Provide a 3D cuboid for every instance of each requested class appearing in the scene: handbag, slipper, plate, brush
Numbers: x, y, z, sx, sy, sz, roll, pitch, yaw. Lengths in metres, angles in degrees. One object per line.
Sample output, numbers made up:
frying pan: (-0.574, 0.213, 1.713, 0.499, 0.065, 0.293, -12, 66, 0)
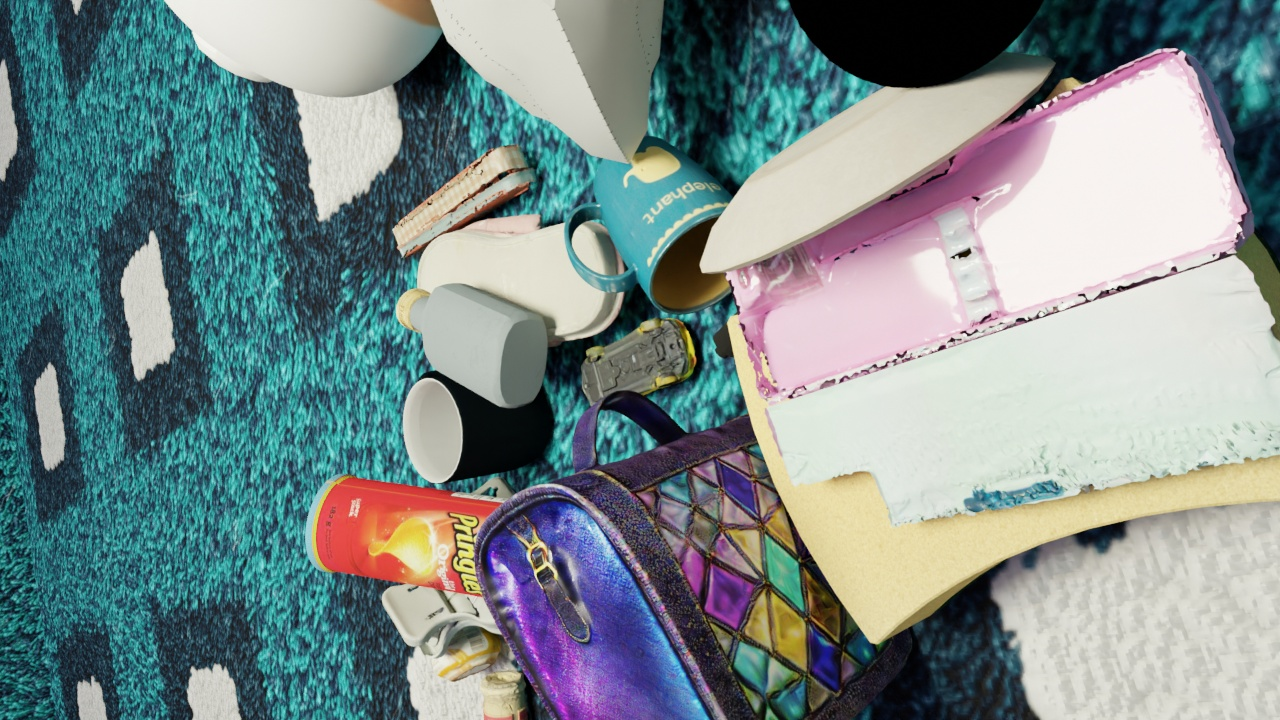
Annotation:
handbag: (0.028, 0.119, 0.534, 0.126, 0.204, 0.222, -38, 73, 39)
slipper: (-0.098, -0.060, 0.740, 0.275, 0.054, 0.114, 3, 97, 48)
plate: (0.105, -0.105, 0.452, 0.189, 0.188, 0.027, -23, 105, 43)
brush: (0.178, 0.011, 0.462, 0.251, 0.075, 0.195, -36, 69, 40)

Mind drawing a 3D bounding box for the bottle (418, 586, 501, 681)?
bottle: (-0.170, 0.231, 0.830, 0.063, 0.063, 0.108, -42, 65, 38)

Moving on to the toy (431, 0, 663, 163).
toy: (-0.056, -0.240, 0.573, 0.141, 0.267, 0.246, -22, 89, 7)

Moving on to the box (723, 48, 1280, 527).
box: (0.148, -0.012, 0.410, 0.231, 0.035, 0.159, -23, 78, 43)

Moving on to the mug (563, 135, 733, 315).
mug: (0.004, -0.089, 0.603, 0.104, 0.112, 0.084, 57, 167, 34)

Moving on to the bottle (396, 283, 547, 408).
bottle: (-0.136, -0.021, 0.711, 0.161, 0.046, 0.072, 23, 112, 44)

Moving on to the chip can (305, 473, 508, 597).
chip can: (-0.148, 0.142, 0.724, 0.213, 0.087, 0.087, 5, 98, 16)

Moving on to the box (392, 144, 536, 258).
box: (-0.160, -0.139, 0.801, 0.187, 0.053, 0.058, -21, 38, 43)

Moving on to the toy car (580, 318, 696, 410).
toy car: (-0.004, 0.004, 0.671, 0.107, 0.030, 0.049, -22, 79, 41)

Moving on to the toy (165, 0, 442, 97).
toy: (-0.265, -0.362, 0.737, 0.281, 0.265, 0.262, -44, 60, 20)

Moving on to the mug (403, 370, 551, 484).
mug: (-0.144, 0.044, 0.766, 0.121, 0.094, 0.085, 38, 118, 36)

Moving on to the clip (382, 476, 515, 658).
clip: (-0.142, 0.187, 0.782, 0.147, 0.081, 0.125, -42, 55, -6)

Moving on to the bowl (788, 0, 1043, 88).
bowl: (0.124, -0.181, 0.390, 0.115, 0.062, 0.115, 19, 127, 27)

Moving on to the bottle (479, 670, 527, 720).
bottle: (-0.116, 0.330, 0.802, 0.044, 0.044, 0.109, -4, 90, 44)

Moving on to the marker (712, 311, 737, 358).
marker: (0.085, -0.048, 0.583, 0.025, 0.025, 0.126, 55, 127, 26)
